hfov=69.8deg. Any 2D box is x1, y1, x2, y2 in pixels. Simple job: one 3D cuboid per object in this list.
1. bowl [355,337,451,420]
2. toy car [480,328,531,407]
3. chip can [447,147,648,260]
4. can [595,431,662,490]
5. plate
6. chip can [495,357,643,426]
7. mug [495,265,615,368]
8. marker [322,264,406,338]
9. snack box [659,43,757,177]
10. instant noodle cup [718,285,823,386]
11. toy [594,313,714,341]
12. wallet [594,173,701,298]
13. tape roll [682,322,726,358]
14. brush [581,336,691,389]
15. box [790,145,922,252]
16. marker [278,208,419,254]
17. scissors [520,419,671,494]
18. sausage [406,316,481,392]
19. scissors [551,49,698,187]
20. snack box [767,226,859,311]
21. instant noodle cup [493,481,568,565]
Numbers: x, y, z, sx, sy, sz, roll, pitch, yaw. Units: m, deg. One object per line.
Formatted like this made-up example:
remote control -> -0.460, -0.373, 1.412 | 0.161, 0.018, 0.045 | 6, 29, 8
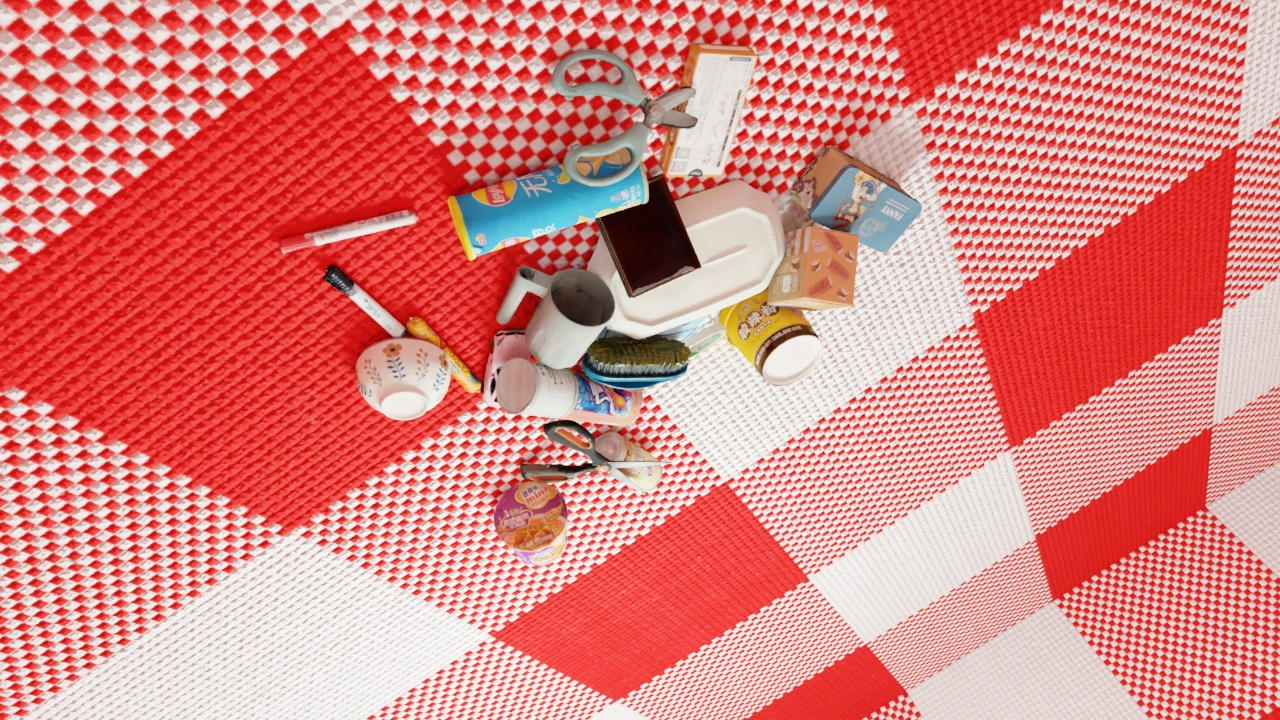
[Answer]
bowl -> -0.283, 0.031, 1.100 | 0.113, 0.062, 0.114 | -9, 141, -7
toy car -> -0.172, 0.013, 1.182 | 0.056, 0.037, 0.123 | -4, 132, -28
chip can -> -0.100, -0.175, 1.008 | 0.210, 0.071, 0.071 | -19, 138, -11
can -> -0.020, 0.154, 1.389 | 0.058, 0.058, 0.116 | -41, 138, 12
plate -> 0.064, -0.120, 1.143 | 0.265, 0.034, 0.162 | -21, 118, -9
chip can -> -0.088, 0.046, 1.206 | 0.214, 0.071, 0.071 | 13, 124, -51
mug -> -0.106, -0.057, 1.109 | 0.124, 0.083, 0.104 | 23, 141, -13
marker -> -0.311, -0.063, 1.041 | 0.022, 0.018, 0.131 | -32, 138, 5
snack box -> 0.075, -0.279, 1.038 | 0.075, 0.026, 0.154 | -5, 133, -24
instant noodle cup -> 0.185, -0.035, 1.276 | 0.118, 0.114, 0.119 | -15, 137, -15
toy -> 0.021, -0.050, 1.218 | 0.156, 0.049, 0.162 | 4, 133, -30
wallet -> 0.007, -0.146, 1.084 | 0.096, 0.020, 0.122 | -24, 101, -3
tape roll -> 0.080, -0.024, 1.272 | 0.085, 0.014, 0.086 | -30, 169, -6
brush -> -0.007, 0.007, 1.196 | 0.143, 0.055, 0.074 | -1, 140, -18
box -> 0.287, -0.207, 1.203 | 0.184, 0.062, 0.090 | 14, 124, -36
marker -> -0.307, -0.137, 0.970 | 0.145, 0.017, 0.017 | -16, 137, -15
scissors -> -0.074, 0.149, 1.309 | 0.221, 0.021, 0.233 | -15, 141, 27
sausage -> -0.241, -0.005, 1.135 | 0.021, 0.021, 0.165 | -31, 139, 2
scissors -> -0.018, -0.244, 0.973 | 0.176, 0.019, 0.172 | 9, 98, -24
snack box -> 0.224, -0.117, 1.197 | 0.077, 0.093, 0.094 | 6, 87, -21
instant noodle cup -> -0.158, 0.253, 1.381 | 0.111, 0.111, 0.099 | -21, 147, -10
